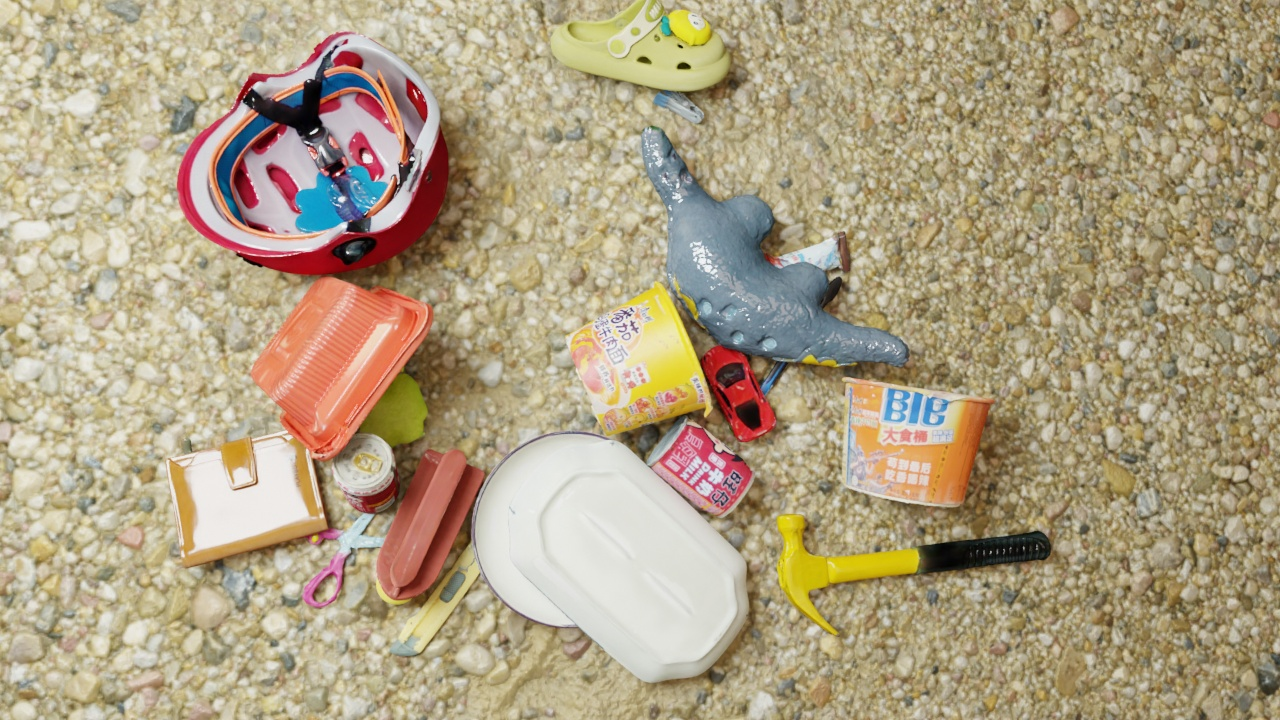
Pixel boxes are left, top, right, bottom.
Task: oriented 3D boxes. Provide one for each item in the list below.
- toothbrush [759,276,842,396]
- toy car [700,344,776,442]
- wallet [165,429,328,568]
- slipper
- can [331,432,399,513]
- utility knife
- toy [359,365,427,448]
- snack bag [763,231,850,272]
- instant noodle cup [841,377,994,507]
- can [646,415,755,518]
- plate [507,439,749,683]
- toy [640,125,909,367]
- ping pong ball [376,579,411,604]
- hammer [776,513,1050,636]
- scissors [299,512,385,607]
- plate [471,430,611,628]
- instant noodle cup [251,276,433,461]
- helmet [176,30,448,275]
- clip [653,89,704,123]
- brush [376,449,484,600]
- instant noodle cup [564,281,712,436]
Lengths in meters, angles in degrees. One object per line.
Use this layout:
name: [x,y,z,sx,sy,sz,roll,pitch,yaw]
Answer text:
toothbrush: [0.164,-0.014,0.990,0.014,0.016,0.189,36,83,-10]
toy car: [0.101,0.032,0.960,0.049,0.031,0.106,-24,81,-5]
wallet: [-0.375,0.122,0.874,0.130,0.035,0.119,-15,79,-14]
slipper: [0.003,-0.334,0.949,0.190,0.082,0.091,6,45,-4]
can: [-0.251,0.105,0.844,0.053,0.133,0.053,4,72,-11]
utility knife: [-0.181,0.214,0.911,0.031,0.020,0.190,37,75,-10]
toy: [-0.251,0.039,0.907,0.100,0.031,0.096,33,78,-4]
snack bag: [0.180,-0.106,0.993,0.104,0.026,0.048,-14,101,-9]
instant noodle cup: [0.273,0.082,0.933,0.151,0.151,0.111,8,91,-8]
can: [0.062,0.109,0.931,0.094,0.066,0.066,38,80,-3]
plate: [-0.005,0.196,0.888,0.265,0.034,0.162,45,78,-7]
toy: [0.106,-0.087,0.939,0.356,0.091,0.138,45,99,3]
ping pong ball: [-0.234,0.215,0.886,0.040,0.040,0.040,1,84,-9]
hammer: [0.291,0.213,0.975,0.300,0.033,0.128,-5,85,-9]
scissors: [-0.290,0.183,0.894,0.133,0.017,0.130,7,80,-12]
plate: [-0.071,0.166,0.914,0.192,0.039,0.192,1,86,-13]
instant noodle cup: [-0.277,-0.005,0.826,0.079,0.189,0.164,40,77,-33]
helmet: [-0.288,-0.167,0.861,0.239,0.144,0.207,-35,71,-10]
clip: [0.044,-0.276,0.990,0.058,0.027,0.043,35,72,-5]
brush: [-0.202,0.155,0.862,0.063,0.069,0.145,23,59,-5]
instant noodle cup: [-0.005,0.005,0.902,0.110,0.138,0.138,-23,88,-3]
